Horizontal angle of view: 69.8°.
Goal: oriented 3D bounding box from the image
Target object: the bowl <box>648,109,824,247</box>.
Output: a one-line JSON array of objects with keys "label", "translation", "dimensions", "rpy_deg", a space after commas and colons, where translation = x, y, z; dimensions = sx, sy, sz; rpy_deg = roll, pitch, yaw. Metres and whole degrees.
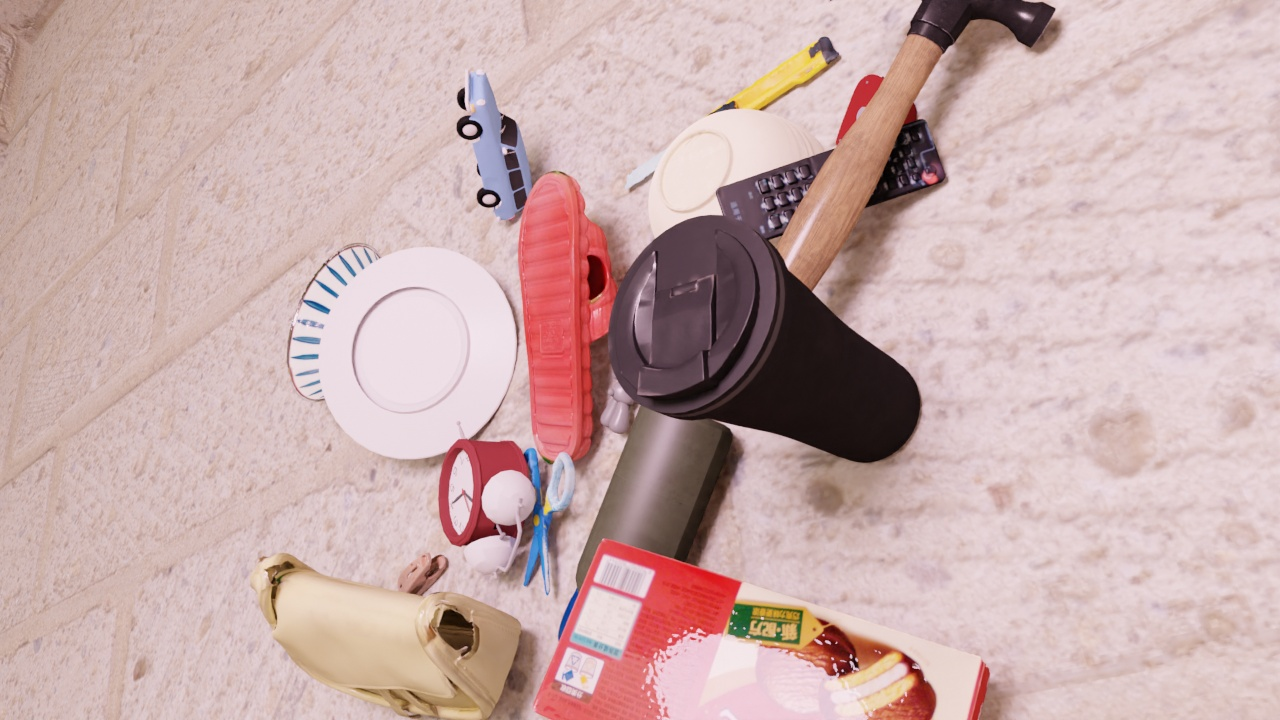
[{"label": "bowl", "translation": [0.061, -0.131, 0.705], "dimensions": [0.151, 0.075, 0.150], "rpy_deg": [-17, 64, 37]}]

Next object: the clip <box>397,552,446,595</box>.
[{"label": "clip", "translation": [-0.205, 0.197, 0.845], "dimensions": [0.061, 0.049, 0.025], "rpy_deg": [-21, 57, 2]}]

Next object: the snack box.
[{"label": "snack box", "translation": [0.066, 0.193, 0.528], "dimensions": [0.237, 0.060, 0.113], "rpy_deg": [11, 66, 27]}]

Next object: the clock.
[{"label": "clock", "translation": [-0.130, 0.118, 0.776], "dimensions": [0.137, 0.048, 0.096], "rpy_deg": [50, 126, 49]}]

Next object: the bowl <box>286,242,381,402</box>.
[{"label": "bowl", "translation": [-0.301, -0.032, 0.989], "dimensions": [0.178, 0.070, 0.177], "rpy_deg": [-17, 63, 36]}]

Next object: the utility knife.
[{"label": "utility knife", "translation": [0.069, -0.201, 0.769], "dimensions": [0.218, 0.019, 0.030], "rpy_deg": [-30, 47, 33]}]

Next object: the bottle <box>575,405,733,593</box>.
[{"label": "bottle", "translation": [-0.001, 0.133, 0.660], "dimensions": [0.071, 0.071, 0.206], "rpy_deg": [20, 87, 44]}]

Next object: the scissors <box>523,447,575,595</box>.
[{"label": "scissors", "translation": [-0.075, 0.130, 0.750], "dimensions": [0.111, 0.018, 0.130], "rpy_deg": [-34, 58, 51]}]

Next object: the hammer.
[{"label": "hammer", "translation": [0.136, -0.129, 0.605], "dimensions": [0.132, 0.040, 0.305], "rpy_deg": [30, 91, 5]}]

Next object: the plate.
[{"label": "plate", "translation": [-0.220, -0.010, 0.882], "dimensions": [0.209, 0.015, 0.208], "rpy_deg": [-2, 80, 14]}]

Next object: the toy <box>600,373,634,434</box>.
[{"label": "toy", "translation": [-0.004, 0.004, 0.742], "dimensions": [0.049, 0.030, 0.112], "rpy_deg": [27, 97, 59]}]

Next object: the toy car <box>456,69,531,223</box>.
[{"label": "toy car", "translation": [-0.138, -0.202, 0.873], "dimensions": [0.055, 0.154, 0.056], "rpy_deg": [-8, 53, 0]}]

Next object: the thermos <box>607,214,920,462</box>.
[{"label": "thermos", "translation": [0.084, 0.003, 0.533], "dimensions": [0.106, 0.218, 0.105], "rpy_deg": [-17, 63, 36]}]

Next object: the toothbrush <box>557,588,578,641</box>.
[{"label": "toothbrush", "translation": [-0.031, 0.165, 0.712], "dimensions": [0.021, 0.017, 0.135], "rpy_deg": [39, 101, 47]}]

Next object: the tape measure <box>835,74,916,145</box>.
[{"label": "tape measure", "translation": [0.173, -0.177, 0.662], "dimensions": [0.051, 0.019, 0.059], "rpy_deg": [19, 86, 44]}]

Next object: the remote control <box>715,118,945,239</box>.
[{"label": "remote control", "translation": [0.130, -0.120, 0.634], "dimensions": [0.150, 0.022, 0.047], "rpy_deg": [-17, 84, 6]}]

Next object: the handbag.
[{"label": "handbag", "translation": [-0.202, 0.227, 0.739], "dimensions": [0.233, 0.191, 0.088], "rpy_deg": [2, 58, 29]}]

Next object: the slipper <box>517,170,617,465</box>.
[{"label": "slipper", "translation": [-0.055, -0.037, 0.778], "dimensions": [0.104, 0.059, 0.248], "rpy_deg": [-7, 85, 55]}]
